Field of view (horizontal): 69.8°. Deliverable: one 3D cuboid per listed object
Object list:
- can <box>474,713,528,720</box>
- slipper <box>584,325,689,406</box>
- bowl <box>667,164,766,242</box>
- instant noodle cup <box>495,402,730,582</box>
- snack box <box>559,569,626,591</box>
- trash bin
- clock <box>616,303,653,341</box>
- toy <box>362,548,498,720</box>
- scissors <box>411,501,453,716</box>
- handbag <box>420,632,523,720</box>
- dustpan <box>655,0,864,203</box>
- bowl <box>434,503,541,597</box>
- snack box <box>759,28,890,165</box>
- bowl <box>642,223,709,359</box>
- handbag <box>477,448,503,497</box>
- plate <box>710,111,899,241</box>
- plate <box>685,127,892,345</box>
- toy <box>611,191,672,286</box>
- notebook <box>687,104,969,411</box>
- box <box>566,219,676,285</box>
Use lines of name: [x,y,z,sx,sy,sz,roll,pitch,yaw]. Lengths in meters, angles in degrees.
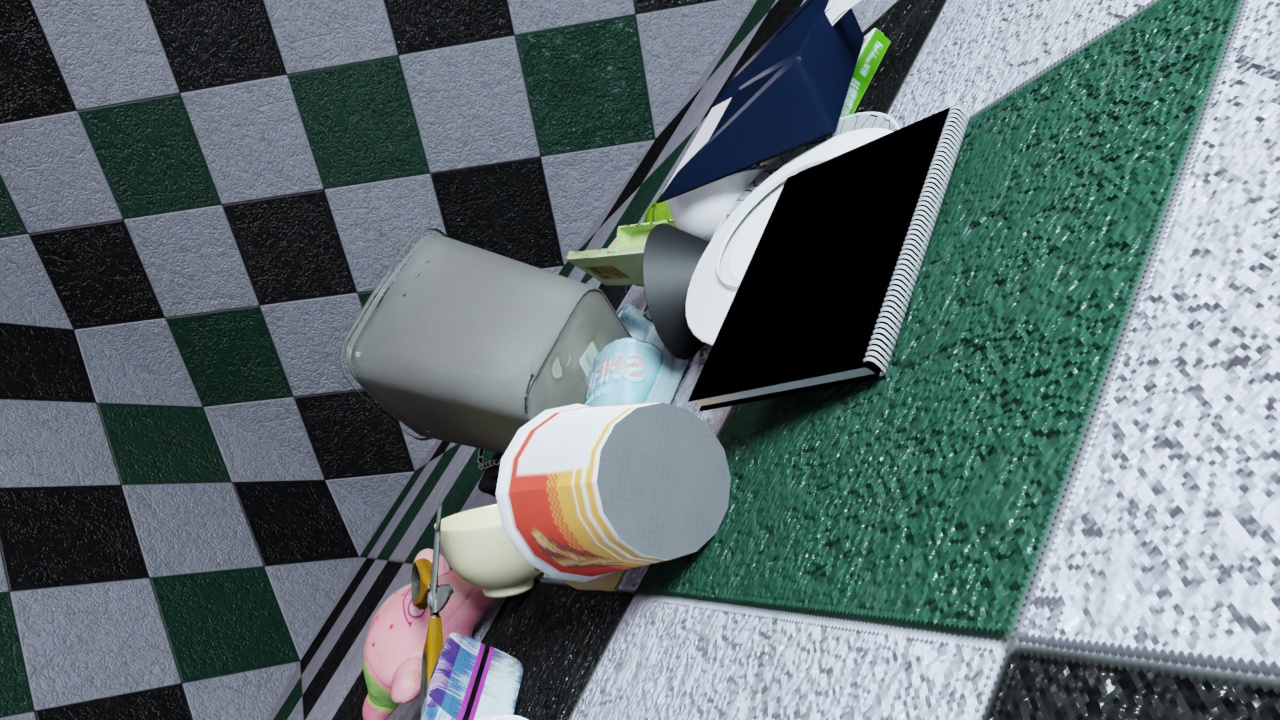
can: [-0.106,0.268,0.554,0.129,0.072,0.071,-47,14,36]
slipper: [-0.005,0.005,0.872,0.104,0.074,0.244,-41,17,56]
bowl: [0.086,-0.138,0.862,0.113,0.063,0.113,-14,2,0]
instant noodle cup: [-0.014,0.082,0.601,0.121,0.123,0.123,-20,37,59]
snack box: [-0.022,0.113,0.717,0.125,0.040,0.088,-60,12,-22]
trash bin: [-0.143,-0.003,0.950,0.220,0.197,0.197,14,65,31]
clock: [-0.022,-0.012,1.054,0.130,0.052,0.090,-48,13,53]
toy: [-0.218,0.275,0.957,0.237,0.097,0.191,-44,27,22]
scissors: [-0.190,0.222,0.831,0.225,0.016,0.225,-142,56,-65]
handbag: [-0.164,0.311,0.726,0.170,0.068,0.144,-59,8,19]
dustpan: [0.140,-0.270,0.815,0.274,0.080,0.235,-17,29,30]
bowl: [-0.130,0.181,0.866,0.118,0.118,0.074,178,83,-76]
snack box: [0.176,-0.241,0.927,0.167,0.027,0.132,-60,13,-24]
bowl: [0.054,-0.066,0.812,0.053,0.124,0.123,-9,37,27]
handbag: [-0.125,0.085,1.044,0.153,0.114,0.125,-57,15,-21]
plate: [0.128,-0.118,0.724,0.189,0.016,0.188,-37,28,24]
plate: [0.108,-0.098,0.686,0.209,0.015,0.208,-37,28,24]
toy: [0.049,-0.164,1.092,0.239,0.087,0.189,-35,18,47]
notebook: [0.119,-0.064,0.585,0.149,0.016,0.206,-15,42,51]
box: [0.016,-0.126,0.997,0.188,0.091,0.083,5,64,51]
